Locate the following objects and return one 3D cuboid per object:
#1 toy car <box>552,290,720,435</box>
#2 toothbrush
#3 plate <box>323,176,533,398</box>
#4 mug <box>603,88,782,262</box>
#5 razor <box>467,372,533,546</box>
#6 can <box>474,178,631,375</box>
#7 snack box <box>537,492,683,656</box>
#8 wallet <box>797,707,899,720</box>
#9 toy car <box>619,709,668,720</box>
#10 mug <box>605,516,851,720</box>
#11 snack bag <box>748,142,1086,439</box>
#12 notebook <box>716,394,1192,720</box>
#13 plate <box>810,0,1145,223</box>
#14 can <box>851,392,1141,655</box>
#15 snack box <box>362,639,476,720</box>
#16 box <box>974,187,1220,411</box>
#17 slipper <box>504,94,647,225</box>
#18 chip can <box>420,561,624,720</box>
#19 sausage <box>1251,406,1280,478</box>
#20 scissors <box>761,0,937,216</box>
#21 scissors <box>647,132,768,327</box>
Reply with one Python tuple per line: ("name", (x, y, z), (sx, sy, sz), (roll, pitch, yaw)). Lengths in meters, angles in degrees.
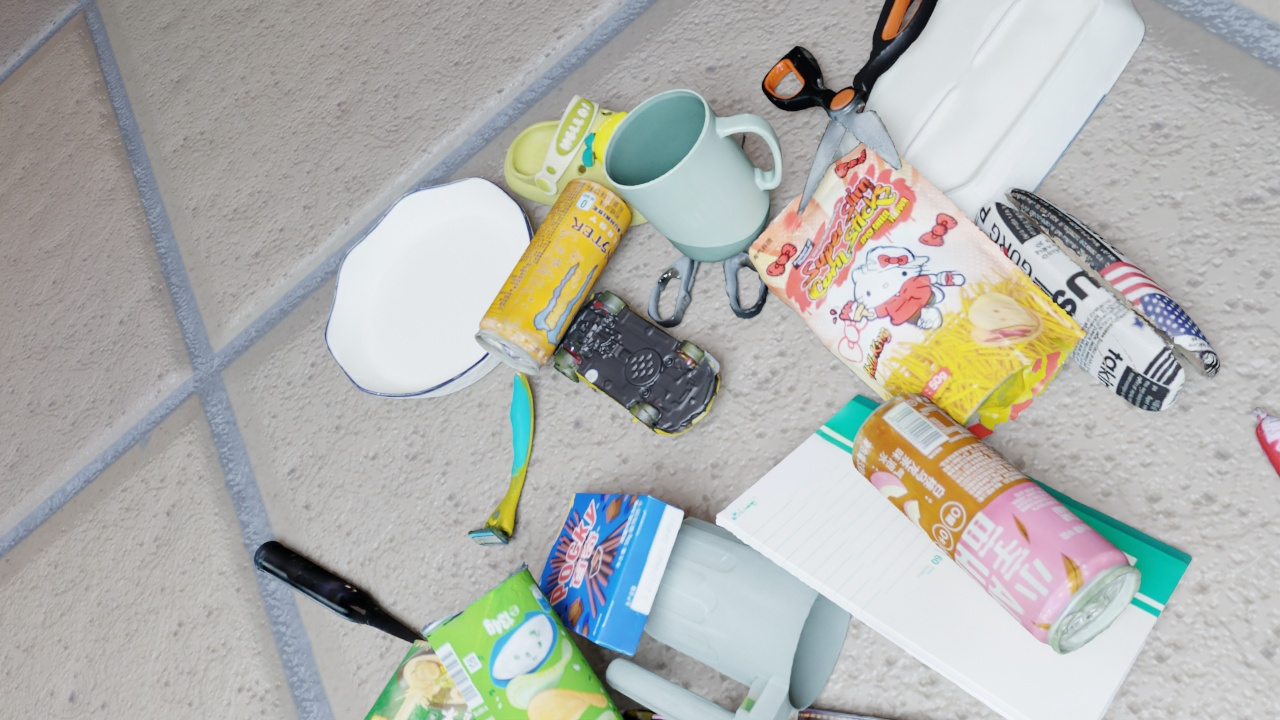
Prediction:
("toy car", (-0.004, 0.004, 0.667), (0.156, 0.041, 0.071), (32, 83, 39))
("toothbrush", (-0.220, 0.187, 0.701), (0.213, 0.026, 0.027), (18, 110, 30))
("plate", (-0.172, -0.057, 0.779), (0.205, 0.045, 0.204), (-10, 64, 21))
("mug", (0.049, -0.130, 0.643), (0.112, 0.106, 0.082), (-19, 52, 29))
("razor", (-0.098, 0.073, 0.690), (0.043, 0.028, 0.132), (-20, 57, 54))
("can", (-0.064, -0.064, 0.689), (0.058, 0.058, 0.145), (19, 71, 32))
("snack box", (-0.026, 0.126, 0.572), (0.084, 0.026, 0.157), (-69, 16, -15))
("wallet", (0.127, 0.258, 0.498), (0.096, 0.020, 0.122), (-1, 69, 26))
("toy car", (0.031, 0.239, 0.545), (0.123, 0.037, 0.056), (-8, 64, 37))
("mug", (0.051, 0.158, 0.533), (0.103, 0.084, 0.123), (16, 49, 33))
("snack bag", (0.166, -0.045, 0.584), (0.129, 0.073, 0.207), (-49, 56, 19))
("notebook", (0.169, 0.101, 0.507), (0.209, 0.012, 0.150), (29, 48, 33))
("plate", (0.231, -0.193, 0.648), (0.162, 0.034, 0.265), (35, 85, 34))
("can", (0.177, 0.078, 0.476), (0.058, 0.058, 0.147), (-44, 47, 2))
("snack box", (-0.108, 0.242, 0.573), (0.118, 0.118, 0.105), (2, 58, 28))
("box", (0.273, -0.050, 0.541), (0.079, 0.074, 0.163), (-31, 54, 0))
("slipper", (-0.046, -0.168, 0.749), (0.191, 0.081, 0.091), (13, 76, 33))
("chip can", (-0.029, 0.229, 0.501), (0.072, 0.072, 0.236), (-36, 81, 7))
("sausage", (0.354, 0.090, 0.463), (0.020, 0.020, 0.155), (-23, 59, 15))
("scissors", (0.145, -0.190, 0.655), (0.220, 0.021, 0.224), (-54, 31, -8))
("scissors", (0.054, -0.096, 0.704), (0.172, 0.014, 0.159), (-45, 55, -1))
